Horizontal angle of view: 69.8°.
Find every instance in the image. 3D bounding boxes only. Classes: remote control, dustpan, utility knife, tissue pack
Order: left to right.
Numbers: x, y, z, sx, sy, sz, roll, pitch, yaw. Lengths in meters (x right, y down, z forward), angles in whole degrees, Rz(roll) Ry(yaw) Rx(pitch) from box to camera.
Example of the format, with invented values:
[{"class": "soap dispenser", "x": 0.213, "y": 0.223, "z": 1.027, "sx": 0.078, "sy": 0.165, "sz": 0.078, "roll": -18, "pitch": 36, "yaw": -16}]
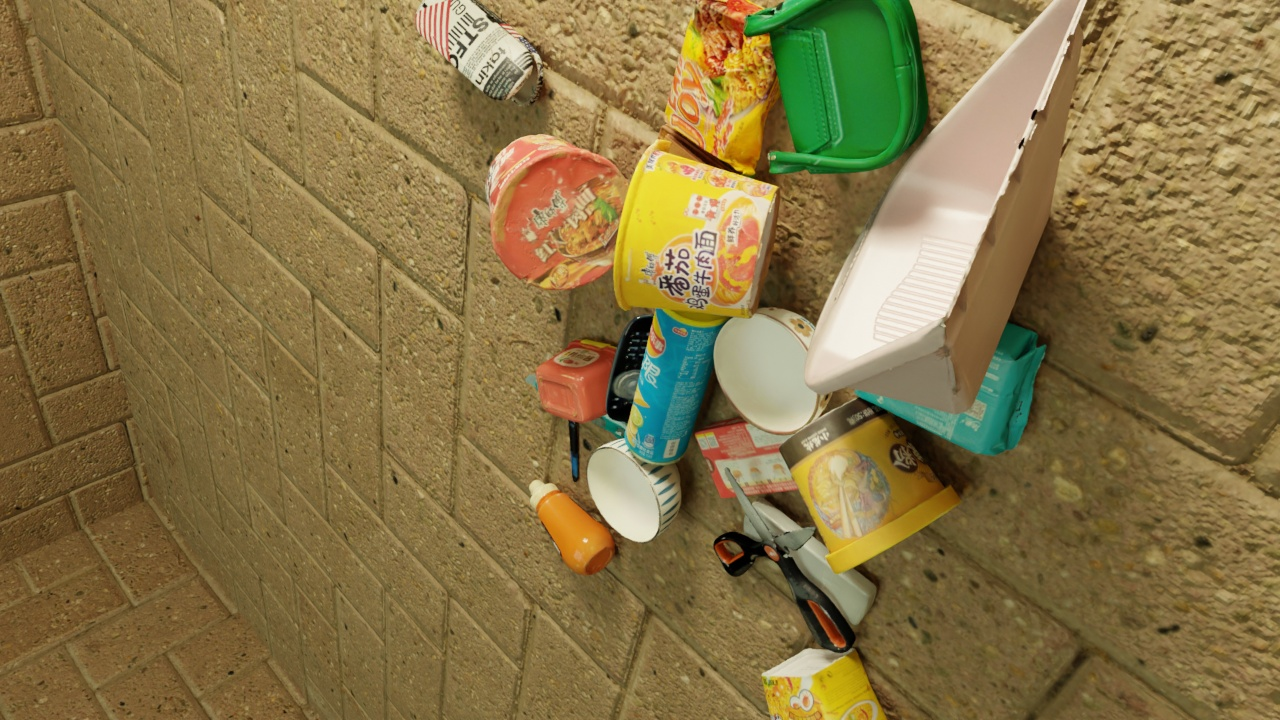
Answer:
[{"class": "utility knife", "x": -0.071, "y": 0.056, "z": 1.076, "sx": 0.166, "sy": 0.013, "sz": 0.029, "roll": 27, "pitch": 129, "yaw": 23}, {"class": "remote control", "x": -0.006, "y": 0.006, "z": 0.963, "sx": 0.024, "sy": 0.053, "sz": 0.137, "roll": -117, "pitch": 35, "yaw": -49}, {"class": "remote control", "x": 0.165, "y": 0.195, "z": 0.906, "sx": 0.150, "sy": 0.021, "sz": 0.058, "roll": 38, "pitch": 144, "yaw": 29}, {"class": "dustpan", "x": 0.164, "y": -0.079, "z": 0.571, "sx": 0.139, "sy": 0.222, "sz": 0.273, "roll": 21, "pitch": 163, "yaw": 26}, {"class": "tissue pack", "x": 0.233, "y": 0.006, "z": 0.698, "sx": 0.133, "sy": 0.050, "sz": 0.093, "roll": 29, "pitch": 129, "yaw": 34}]

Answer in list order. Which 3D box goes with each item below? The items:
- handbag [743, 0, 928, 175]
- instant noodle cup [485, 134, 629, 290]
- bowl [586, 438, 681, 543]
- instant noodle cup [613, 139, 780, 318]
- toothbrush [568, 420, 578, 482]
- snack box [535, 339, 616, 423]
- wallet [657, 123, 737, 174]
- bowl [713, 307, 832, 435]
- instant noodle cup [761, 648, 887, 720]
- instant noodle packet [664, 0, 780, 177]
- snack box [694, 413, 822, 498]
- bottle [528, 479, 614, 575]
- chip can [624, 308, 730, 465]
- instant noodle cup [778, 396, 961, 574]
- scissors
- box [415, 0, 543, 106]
[{"class": "handbag", "x": 0.138, "y": -0.198, "z": 0.649, "sx": 0.120, "sy": 0.067, "sz": 0.131, "roll": -7, "pitch": 109, "yaw": 30}, {"class": "instant noodle cup", "x": -0.088, "y": -0.151, "z": 0.886, "sx": 0.108, "sy": 0.137, "sz": 0.138, "roll": -126, "pitch": 30, "yaw": -54}, {"class": "bowl", "x": 0.002, "y": 0.136, "z": 1.019, "sx": 0.116, "sy": 0.066, "sz": 0.117, "roll": 26, "pitch": 128, "yaw": 38}, {"class": "instant noodle cup", "x": 0.050, "y": -0.098, "z": 0.749, "sx": 0.110, "sy": 0.137, "sz": 0.138, "roll": 13, "pitch": 125, "yaw": 12}, {"class": "toothbrush", "x": -0.085, "y": 0.075, "z": 1.120, "sx": 0.014, "sy": 0.016, "sz": 0.190, "roll": 28, "pitch": 131, "yaw": 36}, {"class": "snack box", "x": -0.063, "y": 0.027, "z": 1.015, "sx": 0.091, "sy": 0.079, "sz": 0.082, "roll": 13, "pitch": 121, "yaw": 43}, {"class": "wallet", "x": 0.037, "y": -0.136, "z": 0.848, "sx": 0.108, "sy": 0.031, "sz": 0.132, "roll": 42, "pitch": 137, "yaw": 18}, {"class": "bowl", "x": 0.126, "y": 0.003, "z": 0.806, "sx": 0.113, "sy": 0.062, "sz": 0.114, "roll": 24, "pitch": 127, "yaw": 37}, {"class": "instant noodle cup", "x": 0.187, "y": 0.361, "z": 0.918, "sx": 0.116, "sy": 0.115, "sz": 0.123, "roll": -24, "pitch": 81, "yaw": 52}, {"class": "instant noodle packet", "x": 0.070, "y": -0.228, "z": 0.749, "sx": 0.111, "sy": 0.044, "sz": 0.129, "roll": 43, "pitch": 138, "yaw": 26}, {"class": "snack box", "x": 0.122, "y": 0.090, "z": 0.890, "sx": 0.153, "sy": 0.025, "sz": 0.075, "roll": -18, "pitch": 98, "yaw": 51}, {"class": "bottle", "x": -0.096, "y": 0.207, "z": 1.177, "sx": 0.149, "sy": 0.066, "sz": 0.067, "roll": 43, "pitch": 138, "yaw": 33}, {"class": "chip can", "x": 0.034, "y": 0.012, "z": 0.894, "sx": 0.071, "sy": 0.071, "sz": 0.211, "roll": 41, "pitch": 142, "yaw": 24}, {"class": "instant noodle cup", "x": 0.184, "y": 0.099, "z": 0.763, "sx": 0.114, "sy": 0.118, "sz": 0.119, "roll": 60, "pitch": 142, "yaw": 15}, {"class": "scissors", "x": 0.134, "y": 0.201, "z": 0.903, "sx": 0.221, "sy": 0.021, "sz": 0.234, "roll": 51, "pitch": 156, "yaw": 1}, {"class": "box", "x": -0.157, "y": -0.325, "z": 0.949, "sx": 0.163, "sy": 0.082, "sz": 0.075, "roll": 43, "pitch": 104, "yaw": 24}]
